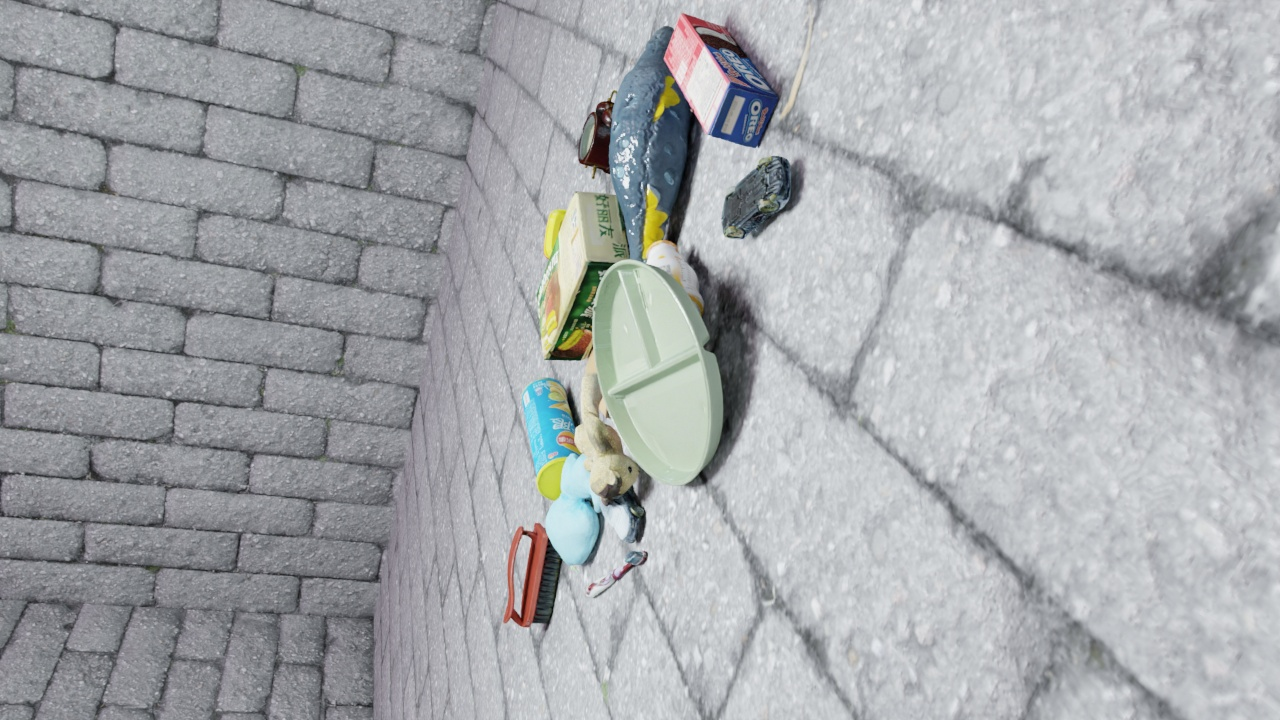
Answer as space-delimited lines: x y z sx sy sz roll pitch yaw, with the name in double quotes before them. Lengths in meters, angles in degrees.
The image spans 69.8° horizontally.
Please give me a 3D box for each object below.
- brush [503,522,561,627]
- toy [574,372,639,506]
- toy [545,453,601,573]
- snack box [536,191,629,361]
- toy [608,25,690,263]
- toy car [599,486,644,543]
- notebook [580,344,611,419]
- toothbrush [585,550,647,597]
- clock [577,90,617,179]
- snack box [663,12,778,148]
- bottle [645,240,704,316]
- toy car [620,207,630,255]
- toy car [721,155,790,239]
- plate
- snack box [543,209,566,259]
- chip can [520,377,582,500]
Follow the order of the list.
"brush" -0.157 0.309 1.307 0.063 0.069 0.146 -162 81 -71
"toy" -0.043 0.085 1.050 0.105 0.066 0.157 109 152 -54
"toy" -0.083 0.197 1.176 0.162 0.049 0.156 -12 79 60
"snack box" -0.081 -0.104 1.213 0.241 0.063 0.114 120 146 -55
"toy" 0.013 -0.258 1.073 0.138 0.091 0.355 68 -155 -72
"toy car" -0.022 0.171 1.048 0.090 0.034 0.043 -125 50 -61
"notebook" -0.043 -0.015 1.188 0.211 0.012 0.149 -152 73 -75
"toothbrush" -0.034 0.250 1.068 0.188 0.017 0.016 131 144 -55
"clock" -0.048 -0.321 1.298 0.082 0.055 0.122 -116 41 -59
"snack box" 0.077 -0.287 0.933 0.207 0.057 0.058 -106 34 -50
"bottle" 0.030 -0.079 0.964 0.108 0.063 0.063 -99 26 -42
"toy car" -0.015 -0.179 1.176 0.042 0.035 0.090 148 125 -68
"toy car" 0.105 -0.145 0.828 0.106 0.031 0.049 149 128 -63
"plate" 0.014 0.011 0.911 0.230 0.027 0.230 40 137 50
"snack box" -0.095 -0.169 1.316 0.080 0.091 0.082 175 104 -77
"chip can" -0.124 0.107 1.302 0.210 0.071 0.071 -112 36 -57
